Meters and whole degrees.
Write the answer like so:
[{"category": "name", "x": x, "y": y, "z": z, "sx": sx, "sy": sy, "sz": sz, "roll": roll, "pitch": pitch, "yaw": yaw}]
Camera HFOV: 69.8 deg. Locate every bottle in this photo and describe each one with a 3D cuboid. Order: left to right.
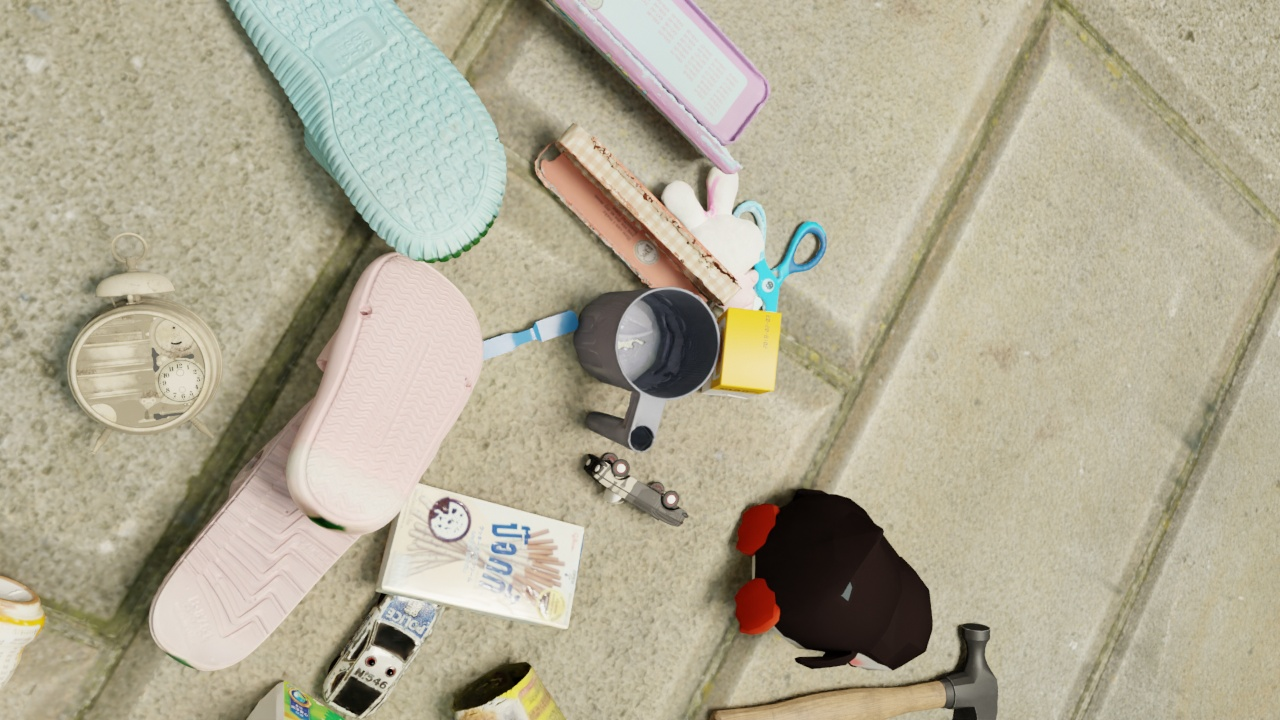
[{"category": "bottle", "x": -0.428, "y": 0.191, "z": 0.574, "sx": 0.063, "sy": 0.063, "sz": 0.108, "roll": 32, "pitch": 82, "yaw": -21}]

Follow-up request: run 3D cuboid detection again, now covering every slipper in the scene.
[{"category": "slipper", "x": -0.241, "y": 0.103, "z": 0.644, "sx": 0.094, "sy": 0.065, "sz": 0.238, "roll": 46, "pitch": 62, "yaw": -17}, {"category": "slipper", "x": -0.191, "y": -0.190, "z": 0.638, "sx": 0.116, "sy": 0.069, "sz": 0.276, "roll": -36, "pitch": 88, "yaw": -7}, {"category": "slipper", "x": -0.172, "y": 0.019, "z": 0.630, "sx": 0.106, "sy": 0.056, "sz": 0.221, "roll": 34, "pitch": 47, "yaw": -25}]

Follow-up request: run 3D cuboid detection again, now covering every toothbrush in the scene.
[{"category": "toothbrush", "x": -0.127, "y": -0.007, "z": 0.713, "sx": 0.166, "sy": 0.014, "sz": 0.016, "roll": -20, "pitch": 101, "yaw": -16}]

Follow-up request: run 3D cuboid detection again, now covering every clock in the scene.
[{"category": "clock", "x": -0.329, "y": -0.013, "z": 0.604, "sx": 0.092, "sy": 0.055, "sz": 0.141, "roll": -7, "pitch": 99, "yaw": -22}]

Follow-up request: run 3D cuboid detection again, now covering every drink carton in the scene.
[{"category": "drink carton", "x": 0.078, "y": -0.003, "z": 0.737, "sx": 0.040, "sy": 0.122, "sz": 0.058, "roll": 6, "pitch": 84, "yaw": -2}]

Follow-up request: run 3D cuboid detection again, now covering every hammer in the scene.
[{"category": "hammer", "x": 0.206, "y": 0.332, "z": 0.863, "sx": 0.305, "sy": 0.040, "sz": 0.132, "roll": 0, "pitch": 91, "yaw": -22}]

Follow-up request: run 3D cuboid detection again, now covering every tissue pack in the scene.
[{"category": "tissue pack", "x": -0.224, "y": 0.349, "z": 0.647, "sx": 0.197, "sy": 0.120, "sz": 0.141, "roll": 41, "pitch": 80, "yaw": -13}]

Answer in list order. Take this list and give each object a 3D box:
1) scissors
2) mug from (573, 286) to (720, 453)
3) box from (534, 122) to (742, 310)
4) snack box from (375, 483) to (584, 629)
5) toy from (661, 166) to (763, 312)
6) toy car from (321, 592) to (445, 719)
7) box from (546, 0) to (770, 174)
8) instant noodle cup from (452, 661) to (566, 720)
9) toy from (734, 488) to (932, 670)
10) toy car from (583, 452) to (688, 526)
[{"category": "scissors", "x": 0.123, "y": -0.070, "z": 0.810, "sx": 0.113, "sy": 0.013, "sz": 0.140, "roll": -3, "pitch": 93, "yaw": -20}, {"category": "mug", "x": -0.004, "y": 0.004, "z": 0.713, "sx": 0.083, "sy": 0.104, "sz": 0.124, "roll": 16, "pitch": 88, "yaw": -23}, {"category": "box", "x": -0.003, "y": -0.104, "z": 0.716, "sx": 0.187, "sy": 0.077, "sz": 0.054, "roll": 43, "pitch": 38, "yaw": -11}, {"category": "snack box", "x": -0.120, "y": 0.152, "z": 0.705, "sx": 0.150, "sy": 0.026, "sz": 0.081, "roll": 20, "pitch": 65, "yaw": -23}, {"category": "toy", "x": 0.065, "y": -0.096, "z": 0.769, "sx": 0.076, "sy": 0.037, "sz": 0.125, "roll": -23, "pitch": 99, "yaw": -14}, {"category": "toy car", "x": -0.190, "y": 0.214, "z": 0.686, "sx": 0.048, "sy": 0.040, "sz": 0.112, "roll": 37, "pitch": 79, "yaw": -22}, {"category": "box", "x": 0.007, "y": -0.244, "z": 0.722, "sx": 0.214, "sy": 0.062, "sz": 0.139, "roll": 40, "pitch": 44, "yaw": -20}, {"category": "instant noodle cup", "x": -0.092, "y": 0.299, "z": 0.709, "sx": 0.102, "sy": 0.102, "sz": 0.108, "roll": -26, "pitch": 94, "yaw": -19}, {"category": "toy", "x": 0.192, "y": 0.199, "z": 0.791, "sx": 0.184, "sy": 0.140, "sz": 0.158, "roll": 37, "pitch": 43, "yaw": -32}, {"category": "toy car", "x": -0.005, "y": 0.109, "z": 0.753, "sx": 0.092, "sy": 0.040, "sz": 0.037, "roll": 34, "pitch": 84, "yaw": -18}]
